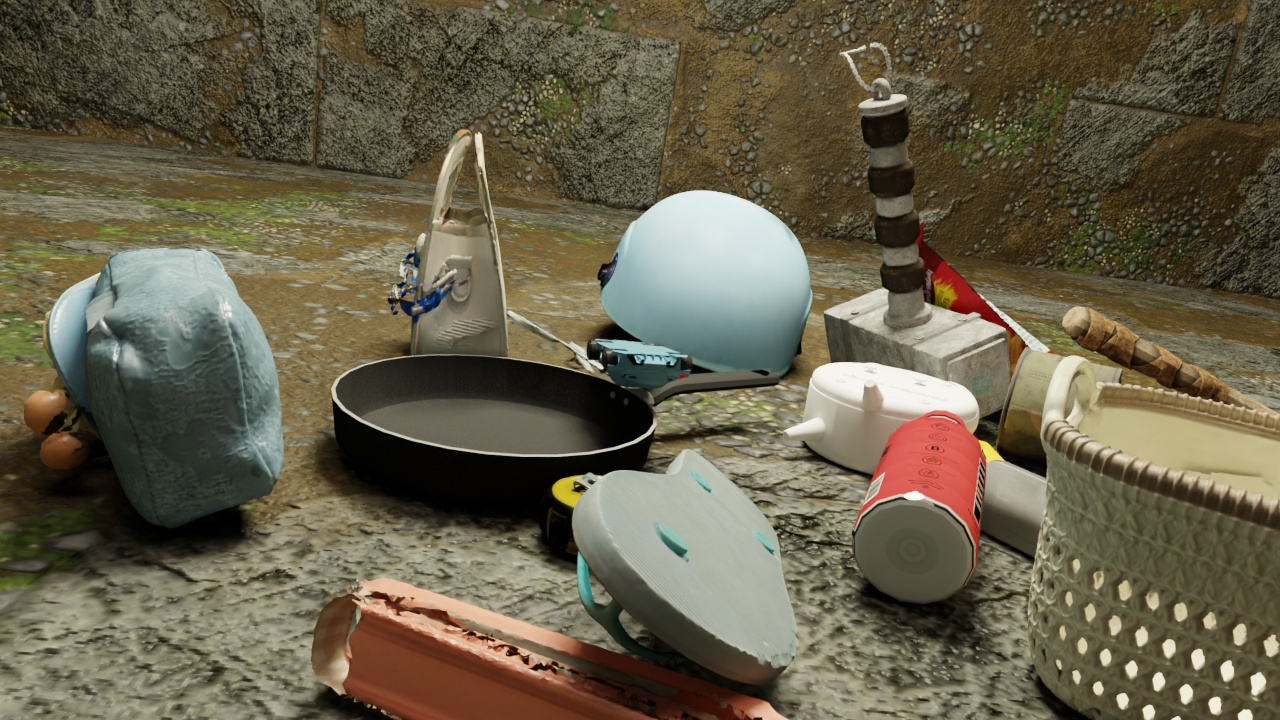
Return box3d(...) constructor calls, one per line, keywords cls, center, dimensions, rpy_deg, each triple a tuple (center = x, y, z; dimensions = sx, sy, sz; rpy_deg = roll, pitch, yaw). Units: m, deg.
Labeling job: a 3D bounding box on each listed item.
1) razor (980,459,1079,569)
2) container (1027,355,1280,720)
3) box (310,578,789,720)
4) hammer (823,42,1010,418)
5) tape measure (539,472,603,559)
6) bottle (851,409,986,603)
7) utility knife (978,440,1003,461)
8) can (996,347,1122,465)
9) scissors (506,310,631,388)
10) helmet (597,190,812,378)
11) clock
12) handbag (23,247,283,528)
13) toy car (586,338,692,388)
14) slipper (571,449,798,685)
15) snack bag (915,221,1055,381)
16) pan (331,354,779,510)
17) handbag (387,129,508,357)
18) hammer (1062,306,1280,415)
box3d(cls="razor", center=(0.278, 0.100, 0.586), dimensions=(0.116, 0.047, 0.088), rpy_deg=(8, 12, -35))
box3d(cls="container", center=(0.289, 0.096, 0.384), dimensions=(0.246, 0.143, 0.184), rpy_deg=(18, 17, 33))
box3d(cls="box", center=(-0.033, 0.120, 0.314), dimensions=(0.187, 0.059, 0.056), rpy_deg=(12, 47, 18))
box3d(cls="hammer", center=(0.226, -0.108, 0.803), dimensions=(0.079, 0.326, 0.177), rpy_deg=(-21, 24, -17))
box3d(cls="tape measure", center=(-0.022, 0.081, 0.487), dimensions=(0.061, 0.034, 0.061), rpy_deg=(12, 13, 21))
box3d(cls="bottle", center=(0.169, 0.073, 0.538), dimensions=(0.062, 0.062, 0.176), rpy_deg=(13, 21, 19))
box3d(cls="utility knife", center=(0.268, 0.082, 0.692), dimensions=(0.030, 0.017, 0.151), rpy_deg=(14, 15, 3))
box3d(cls="can", center=(0.338, 0.041, 0.739), dimensions=(0.075, 0.090, 0.089), rpy_deg=(16, 16, 28))
box3d(cls="scissors", center=(-0.053, -0.005, 0.799), dimensions=(0.141, 0.014, 0.175), rpy_deg=(32, 2, -1))
box3d(cls="helmet", center=(0.072, -0.085, 0.950), dimensions=(0.225, 0.167, 0.265), rpy_deg=(17, 23, -3))
box3d(cls="clock", center=(0.192, 0.037, 0.706), dimensions=(0.125, 0.073, 0.160), rpy_deg=(16, 16, 28))
box3d(cls="handbag", center=(-0.257, 0.012, 0.486), dimensions=(0.118, 0.122, 0.192), rpy_deg=(-17, 25, -22))
box3d(cls="toy car", center=(-0.004, 0.004, 0.638), dimensions=(0.060, 0.027, 0.108), rpy_deg=(4, 6, -14))
box3d(cls="slipper", center=(0.023, 0.094, 0.412), dimensions=(0.098, 0.055, 0.268), rpy_deg=(42, 8, 10))
box3d(cls="snack bag", center=(0.324, -0.034, 0.873), dimensions=(0.208, 0.066, 0.139), rpy_deg=(53, -1, 18))
box3d(cls="pan", center=(-0.034, 0.037, 0.638), dimensions=(0.354, 0.044, 0.204), rpy_deg=(-3, 18, -39))
box3d(cls="handbag", center=(-0.155, -0.086, 0.745), dimensions=(0.093, 0.200, 0.200), rpy_deg=(1, 13, -12))
box3d(cls="hammer", center=(0.487, 0.043, 0.729), dimensions=(0.319, 0.049, 0.121), rpy_deg=(29, 21, 6))
